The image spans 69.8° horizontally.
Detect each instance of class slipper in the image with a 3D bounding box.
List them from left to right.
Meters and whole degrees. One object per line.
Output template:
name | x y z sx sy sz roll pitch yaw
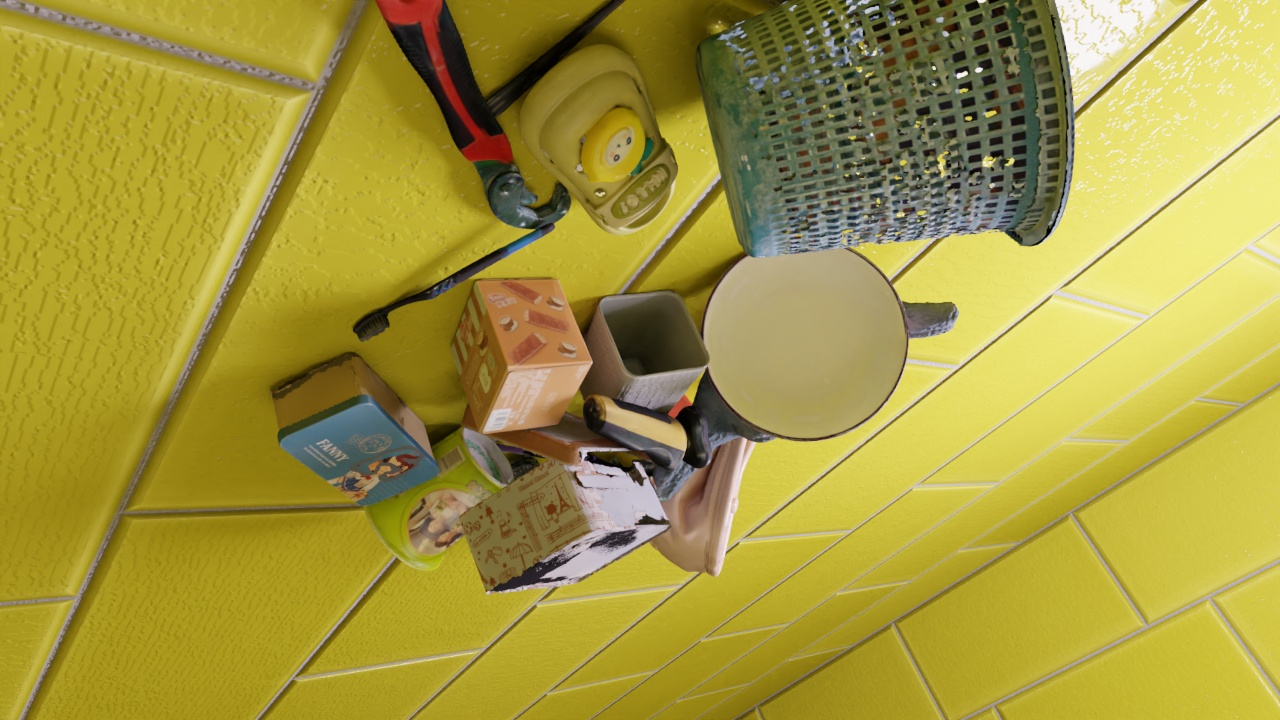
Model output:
slipper | -0.009 -0.137 0.639 0.091 0.081 0.190 -44 155 -1

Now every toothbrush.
toothbrush | -0.148 -0.061 0.724 0.190 0.016 0.014 -26 158 12
toothbrush | -0.047 -0.199 0.587 0.181 0.018 0.015 -33 156 18
toothbrush | -0.072 0.103 0.984 0.189 0.014 0.017 9 128 -3

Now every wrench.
wrench | -0.104 -0.155 0.593 0.056 0.016 0.273 -27 156 2

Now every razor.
razor | 0.007 0.060 0.845 0.167 0.062 0.067 24 100 -50

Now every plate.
plate | 0.153 -0.019 0.867 0.192 0.192 0.039 -25 173 1

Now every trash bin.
trash bin | 0.146 -0.164 0.614 0.195 0.226 0.227 -13 151 6

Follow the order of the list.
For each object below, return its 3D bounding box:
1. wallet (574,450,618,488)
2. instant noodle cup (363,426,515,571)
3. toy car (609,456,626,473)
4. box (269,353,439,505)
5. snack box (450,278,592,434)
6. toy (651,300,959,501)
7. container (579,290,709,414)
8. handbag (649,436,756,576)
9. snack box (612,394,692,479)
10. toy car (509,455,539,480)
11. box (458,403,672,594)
wallet | -0.037 0.144 1.054 0.032 0.124 0.101 -55 161 -22
instant noodle cup | -0.197 0.132 0.931 0.123 0.111 0.111 -39 149 9
toy car | -0.032 0.146 1.139 0.042 0.034 0.091 -3 138 -31
box | -0.252 0.063 0.816 0.090 0.061 0.184 -25 152 0
snack box | -0.103 -0.005 0.779 0.077 0.094 0.093 -5 145 -31
toy | 0.142 0.014 0.942 0.356 0.137 0.091 -34 140 5
container | -0.005 0.005 0.877 0.090 0.090 0.115 -7 150 -27
handbag | 0.095 0.126 1.067 0.233 0.093 0.193 -60 165 -20
snack box | 0.019 0.081 1.033 0.080 0.082 0.091 -20 154 -37
toy car | -0.133 0.140 1.056 0.049 0.031 0.106 -20 149 -7
box | -0.081 0.106 0.876 0.153 0.177 0.182 -34 159 17
